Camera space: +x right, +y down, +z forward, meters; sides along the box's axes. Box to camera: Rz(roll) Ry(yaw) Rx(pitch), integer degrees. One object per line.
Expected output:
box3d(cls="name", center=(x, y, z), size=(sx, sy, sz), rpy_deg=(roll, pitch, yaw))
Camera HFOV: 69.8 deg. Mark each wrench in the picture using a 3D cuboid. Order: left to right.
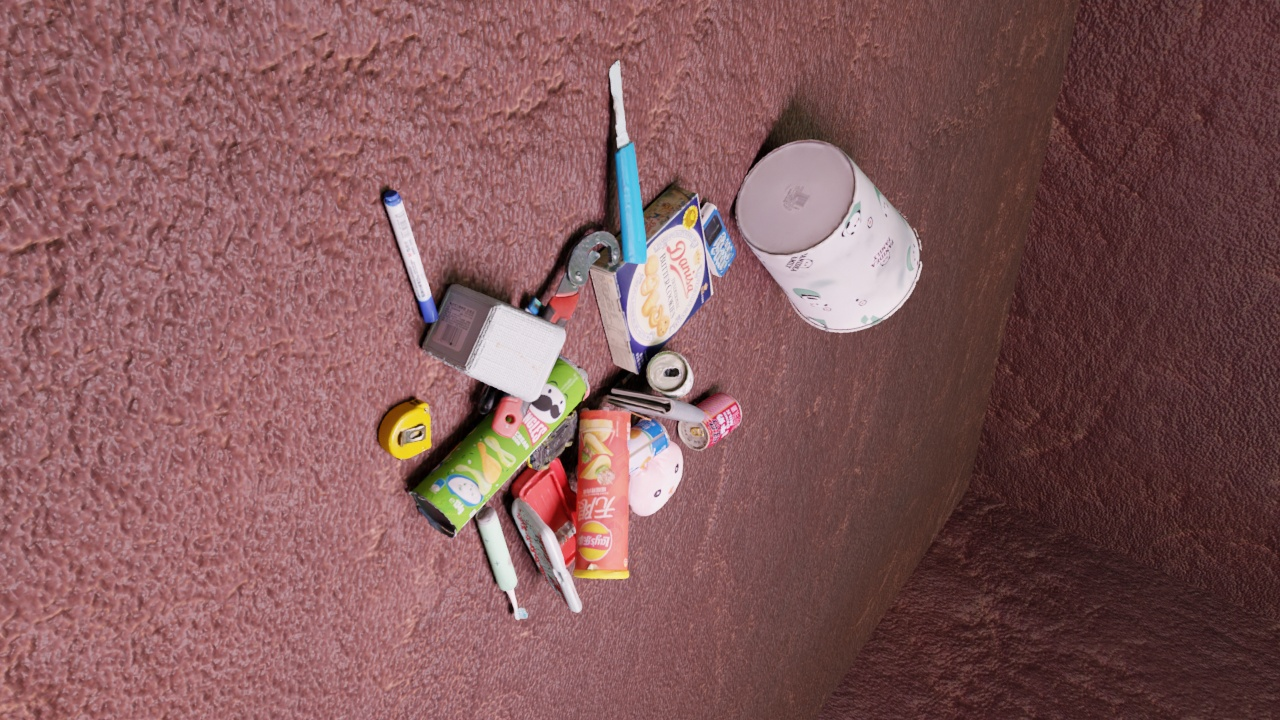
box3d(cls="wrench", center=(-0.098, -0.036, 1.042), size=(0.056, 0.016, 0.272), rpy_deg=(36, 69, -26))

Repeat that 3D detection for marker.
box3d(cls="marker", center=(-0.218, -0.096, 0.874), size=(0.016, 0.017, 0.146), rpy_deg=(-43, 142, -33))
box3d(cls="marker", center=(-0.008, 0.007, 1.272), size=(0.123, 0.015, 0.018), rpy_deg=(-47, 150, -25))

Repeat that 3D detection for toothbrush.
box3d(cls="toothbrush", center=(-0.176, 0.268, 1.177), size=(0.026, 0.027, 0.225), rpy_deg=(-89, 174, -49))

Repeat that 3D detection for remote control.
box3d(cls="remote control", center=(0.103, -0.170, 1.309), size=(0.049, 0.024, 0.125), rpy_deg=(-57, 149, -14))

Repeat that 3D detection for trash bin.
box3d(cls="trash bin", center=(0.277, -0.192, 1.387), size=(0.251, 0.230, 0.229), rpy_deg=(31, 84, -53))

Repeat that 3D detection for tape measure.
box3d(cls="tape measure", center=(-0.240, 0.074, 0.946), size=(0.057, 0.029, 0.060), rpy_deg=(-27, 132, -46))

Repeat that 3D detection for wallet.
box3d(cls="wallet", center=(0.018, 0.065, 1.255), size=(0.129, 0.107, 0.037), rpy_deg=(20, 82, -67))

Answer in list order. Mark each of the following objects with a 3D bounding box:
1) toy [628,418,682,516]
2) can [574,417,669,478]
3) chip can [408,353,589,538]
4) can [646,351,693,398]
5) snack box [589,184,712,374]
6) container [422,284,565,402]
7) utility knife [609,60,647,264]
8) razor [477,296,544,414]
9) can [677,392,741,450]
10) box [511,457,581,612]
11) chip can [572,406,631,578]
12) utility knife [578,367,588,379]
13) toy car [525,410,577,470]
box3d(cls="toy", center=(0.013, 0.161, 1.376), size=(0.121, 0.054, 0.159), rpy_deg=(-51, 138, -25))
box3d(cls="can", center=(-0.025, 0.133, 1.275), size=(0.134, 0.053, 0.053), rpy_deg=(-31, 136, -30))
box3d(cls="chip can", center=(-0.156, 0.092, 1.045), size=(0.235, 0.072, 0.072), rpy_deg=(-48, 145, -27))
box3d(cls="can", center=(0.042, 0.021, 1.263), size=(0.146, 0.058, 0.058), rpy_deg=(42, 72, -83))
box3d(cls="snack box", center=(0.019, -0.106, 1.204), size=(0.182, 0.046, 0.178), rpy_deg=(-47, 144, -28))
box3d(cls="container", center=(-0.154, -0.021, 0.957), size=(0.111, 0.090, 0.090), rpy_deg=(27, 87, -56))
box3d(cls="utility knife", center=(-0.016, -0.223, 1.059), size=(0.034, 0.018, 0.234), rpy_deg=(-23, 117, -39))
box3d(cls="razor", center=(-0.148, -0.004, 1.038), size=(0.042, 0.022, 0.142), rpy_deg=(41, 73, -53))
box3d(cls="can", center=(0.110, 0.097, 1.461), size=(0.093, 0.066, 0.067), rpy_deg=(-30, 134, -45))
box3d(cls="box", center=(-0.102, 0.229, 1.195), size=(0.110, 0.100, 0.202), rpy_deg=(-44, 143, -26))
box3d(cls="chip can", center=(-0.049, 0.171, 1.184), size=(0.073, 0.073, 0.216), rpy_deg=(23, 64, -59))
box3d(cls="utility knife", center=(-0.132, 0.066, 1.126), size=(0.201, 0.021, 0.031), rpy_deg=(-38, 133, -32))
box3d(cls="toy car", center=(-0.113, 0.097, 1.154), size=(0.105, 0.032, 0.048), rpy_deg=(-42, 143, -53))
